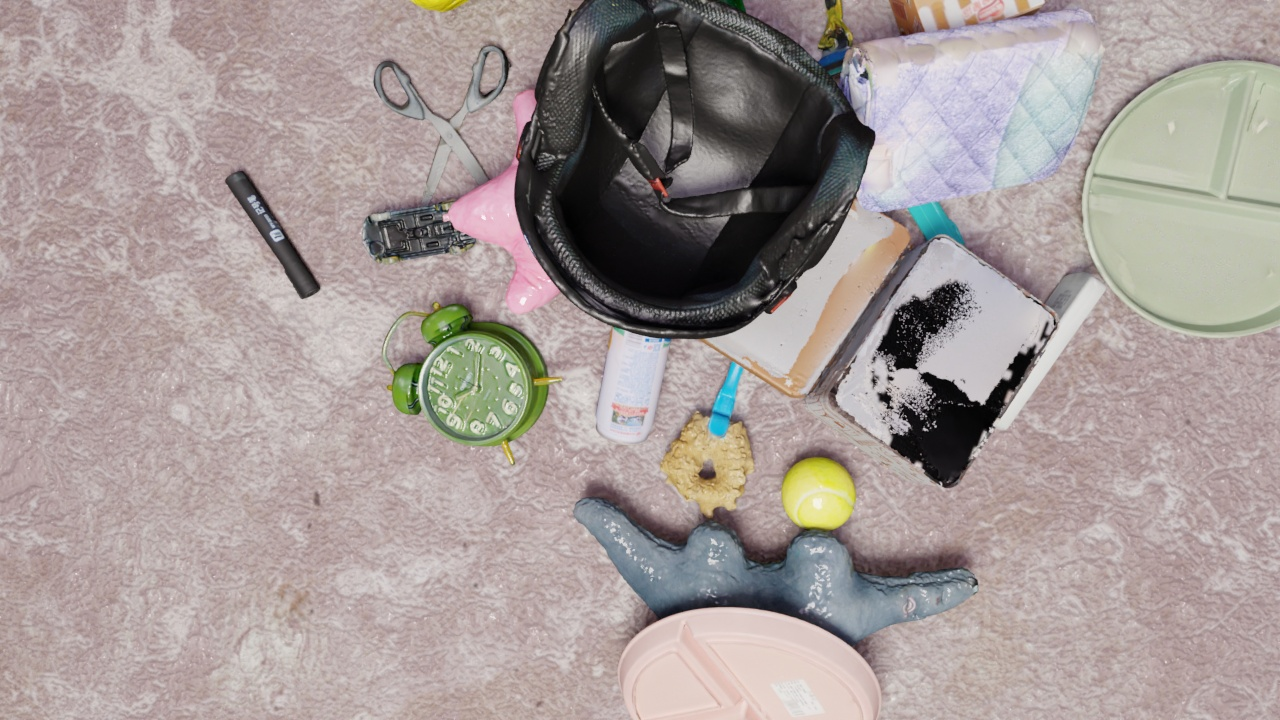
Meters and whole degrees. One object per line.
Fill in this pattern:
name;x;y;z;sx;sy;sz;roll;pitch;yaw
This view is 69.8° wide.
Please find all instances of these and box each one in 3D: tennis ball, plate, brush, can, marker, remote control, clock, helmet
tennis ball;0.157;0.118;0.810;0.065;0.065;0.065;1;95;5
plate;0.091;0.296;0.795;0.229;0.028;0.230;6;127;7
brush;0.085;0.016;0.820;0.083;0.046;0.254;18;92;4
can;-0.005;0.005;0.804;0.053;0.053;0.135;13;113;4
plate;0.488;-0.134;0.773;0.230;0.027;0.230;1;95;6
marker;-0.344;-0.117;0.858;0.022;0.020;0.132;-31;94;36
remote control;0.340;-0.008;0.784;0.021;0.058;0.150;33;98;-1
clock;-0.160;0.015;0.834;0.161;0.056;0.116;30;96;2
helmet;0.028;-0.131;0.684;0.233;0.230;0.274;31;75;1

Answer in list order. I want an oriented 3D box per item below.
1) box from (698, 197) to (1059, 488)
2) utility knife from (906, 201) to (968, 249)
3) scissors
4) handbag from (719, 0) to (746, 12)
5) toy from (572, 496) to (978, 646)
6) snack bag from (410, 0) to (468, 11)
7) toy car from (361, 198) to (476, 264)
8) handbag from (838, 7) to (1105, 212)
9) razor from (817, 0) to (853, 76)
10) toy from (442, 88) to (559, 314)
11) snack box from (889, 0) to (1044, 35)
box;0.183;-0.035;0.766;0.262;0.088;0.178;36;84;0
utility knife;0.230;-0.165;0.801;0.029;0.013;0.193;-32;94;6
scissors;-0.170;-0.209;0.837;0.159;0.014;0.177;-35;95;11
handbag;0.038;-0.326;0.751;0.068;0.120;0.131;-18;95;12
toy;0.110;0.205;0.808;0.356;0.091;0.138;8;99;6
snack bag;-0.098;-0.362;0.746;0.247;0.158;0.068;-29;109;7
toy car;-0.200;-0.118;0.835;0.105;0.031;0.049;-8;105;5
handbag;0.251;-0.199;0.728;0.193;0.075;0.134;-11;137;-8
razor;0.162;-0.316;0.790;0.043;0.022;0.142;-6;92;50
toy;-0.082;-0.138;0.798;0.178;0.075;0.194;-4;91;-13
snack box;0.260;-0.307;0.753;0.093;0.077;0.094;-20;92;7
